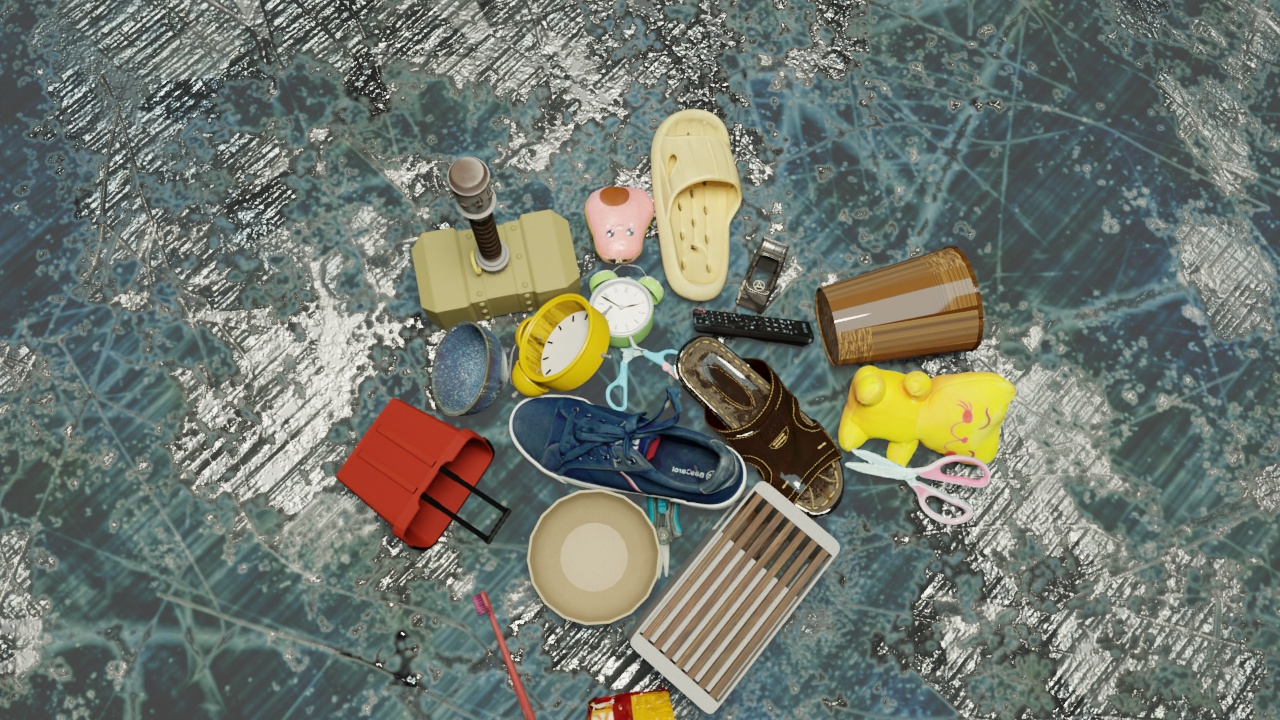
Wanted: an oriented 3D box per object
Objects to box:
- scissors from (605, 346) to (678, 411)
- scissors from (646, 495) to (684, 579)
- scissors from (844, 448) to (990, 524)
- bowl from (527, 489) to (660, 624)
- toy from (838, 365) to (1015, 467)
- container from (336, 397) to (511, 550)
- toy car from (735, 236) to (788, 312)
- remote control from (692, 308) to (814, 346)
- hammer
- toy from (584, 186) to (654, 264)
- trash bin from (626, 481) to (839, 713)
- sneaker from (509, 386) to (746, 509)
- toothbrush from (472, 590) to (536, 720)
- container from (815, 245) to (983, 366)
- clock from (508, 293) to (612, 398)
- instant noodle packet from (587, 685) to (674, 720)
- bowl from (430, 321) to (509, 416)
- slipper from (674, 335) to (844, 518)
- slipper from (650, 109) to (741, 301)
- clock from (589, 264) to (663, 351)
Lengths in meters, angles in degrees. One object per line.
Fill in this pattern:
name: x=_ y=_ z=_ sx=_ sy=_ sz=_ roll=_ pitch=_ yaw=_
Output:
scissors: x=-0.008 y=0.008 z=1.146 sx=0.135 sy=0.015 sz=0.133 roll=26 pitch=75 yaw=10
scissors: x=0.023 y=0.180 z=1.098 sx=0.127 sy=0.019 sz=0.142 roll=-41 pitch=87 yaw=-4
scissors: x=0.324 y=0.152 z=1.105 sx=0.179 sy=0.016 sz=0.103 roll=8 pitch=113 yaw=1
bowl: x=-0.054 y=0.228 z=1.069 sx=0.152 sy=0.050 sz=0.152 roll=1 pitch=77 yaw=-3
toy: x=0.340 y=0.065 z=1.110 sx=0.194 sy=0.135 sz=0.087 roll=4 pitch=33 yaw=3
container: x=-0.224 y=0.145 z=1.042 sx=0.201 sy=0.127 sz=0.148 roll=30 pitch=77 yaw=15
toy car: x=0.153 y=-0.106 z=1.152 sx=0.040 sy=0.037 sz=0.092 roll=21 pitch=109 yaw=1
remote control: x=0.140 y=-0.039 z=1.149 sx=0.150 sy=0.047 sz=0.022 roll=7 pitch=120 yaw=-2
hammer: x=-0.168 y=-0.137 z=1.009 sx=0.190 sy=0.325 sz=0.100 roll=-11 pitch=77 yaw=-6
toy: x=-0.025 y=-0.171 z=1.163 sx=0.090 sy=0.051 sz=0.109 roll=-1 pitch=73 yaw=-10
trash bin: x=0.100 y=0.263 z=1.036 sx=0.114 sy=0.114 sz=0.228 roll=40 pitch=78 yaw=7
sneaker: x=-0.026 y=0.089 z=1.049 sx=0.295 sy=0.127 sz=0.120 roll=13 pitch=74 yaw=19
toothbrush: x=-0.151 y=0.356 z=1.053 sx=0.016 sy=0.016 sz=0.189 roll=-24 pitch=79 yaw=-3
container: x=0.309 y=-0.059 z=1.120 sx=0.167 sy=0.132 sz=0.132 roll=-12 pitch=77 yaw=0
clock: x=-0.101 y=-0.016 z=1.094 sx=0.152 sy=0.052 sz=0.113 roll=-21 pitch=54 yaw=31
instant noodle packet: x=-0.006 y=0.441 z=1.028 sx=0.098 sy=0.040 sz=0.135 roll=-7 pitch=76 yaw=-4
bowl: x=-0.194 y=0.014 z=1.100 sx=0.060 sy=0.115 sz=0.114 roll=12 pitch=71 yaw=-44
slipper: x=0.147 y=0.074 z=1.100 sx=0.113 sy=0.076 sz=0.268 roll=-41 pitch=84 yaw=-12
slipper: x=0.074 y=-0.207 z=1.154 sx=0.111 sy=0.079 sz=0.261 roll=3 pitch=78 yaw=-17
clock: x=-0.023 y=-0.066 z=1.141 sx=0.094 sy=0.043 sz=0.119 roll=11 pitch=70 yaw=5
